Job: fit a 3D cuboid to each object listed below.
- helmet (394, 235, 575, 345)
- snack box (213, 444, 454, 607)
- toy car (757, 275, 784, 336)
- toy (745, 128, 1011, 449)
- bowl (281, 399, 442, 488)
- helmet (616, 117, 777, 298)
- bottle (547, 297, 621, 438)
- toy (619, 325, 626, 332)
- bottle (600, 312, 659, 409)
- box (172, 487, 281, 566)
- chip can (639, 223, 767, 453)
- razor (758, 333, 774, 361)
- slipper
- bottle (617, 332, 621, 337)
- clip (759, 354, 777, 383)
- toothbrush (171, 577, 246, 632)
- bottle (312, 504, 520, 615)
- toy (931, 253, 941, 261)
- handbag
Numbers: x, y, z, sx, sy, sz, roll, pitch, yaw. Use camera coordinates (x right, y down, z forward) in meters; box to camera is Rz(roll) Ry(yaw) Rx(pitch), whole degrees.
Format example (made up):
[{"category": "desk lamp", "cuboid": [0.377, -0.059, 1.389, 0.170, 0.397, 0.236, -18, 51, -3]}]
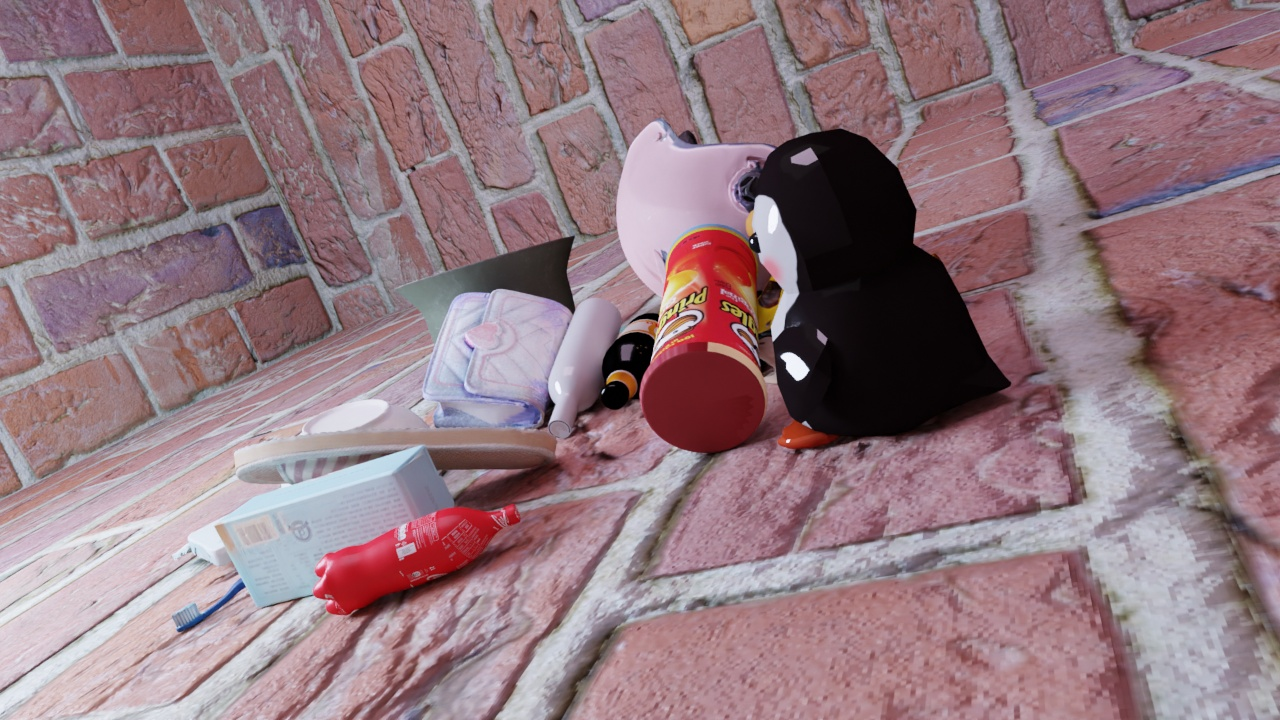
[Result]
[{"category": "helmet", "cuboid": [-0.168, -0.047, 1.134, 0.227, 0.154, 0.268, -17, 7, -4]}, {"category": "snack box", "cuboid": [-0.224, 0.125, 0.682, 0.175, 0.075, 0.053, -18, 12, 21]}, {"category": "toy car", "cuboid": [0.129, -0.066, 0.767, 0.107, 0.030, 0.049, -54, 25, -5]}, {"category": "toy", "cuboid": [0.138, -0.053, 0.565, 0.140, 0.184, 0.158, -8, 18, 45]}, {"category": "bowl", "cuboid": [-0.268, 0.085, 0.869, 0.153, 0.073, 0.153, -11, 18, 3]}, {"category": "helmet", "cuboid": [0.091, -0.114, 0.886, 0.255, 0.152, 0.230, 20, -6, 5]}, {"category": "bottle", "cuboid": [-0.059, 0.009, 0.901, 0.053, 0.052, 0.194, -17, 29, 20]}, {"category": "toy", "cuboid": [-0.038, -0.014, 1.074, 0.105, 0.033, 0.085, -25, 1, -12]}, {"category": "bottle", "cuboid": [-0.005, 0.005, 0.858, 0.059, 0.059, 0.181, -18, 13, 17]}, {"category": "box", "cuboid": [-0.358, 0.143, 0.922, 0.136, 0.044, 0.196, -9, 14, 46]}, {"category": "chip can", "cuboid": [0.052, -0.026, 0.708, 0.087, 0.087, 0.212, -18, 28, 17]}, {"category": "razor", "cuboid": [0.087, -0.014, 0.805, 0.140, 0.053, 0.063, -20, 25, 1]}, {"category": "slipper", "cuboid": [-0.198, 0.091, 0.749, 0.263, 0.052, 0.115, -5, -17, 4]}, {"category": "bottle", "cuboid": [0.016, -0.021, 0.978, 0.111, 0.043, 0.043, -15, 14, 33]}, {"category": "clip", "cuboid": [0.116, 0.008, 0.738, 0.025, 0.049, 0.061, -29, -27, -24]}, {"category": "toothbrush", "cuboid": [-0.316, 0.177, 0.751, 0.134, 0.017, 0.022, -32, 18, -37]}, {"category": "bottle", "cuboid": [-0.148, 0.128, 0.614, 0.141, 0.042, 0.042, -22, 12, 0]}, {"category": "toy", "cuboid": [0.196, -0.056, 0.765, 0.113, 0.067, 0.087, -29, 31, 31]}, {"category": "handbag", "cuboid": [-0.144, -0.004, 0.940, 0.126, 0.069, 0.158, 0, 44, 8]}]
